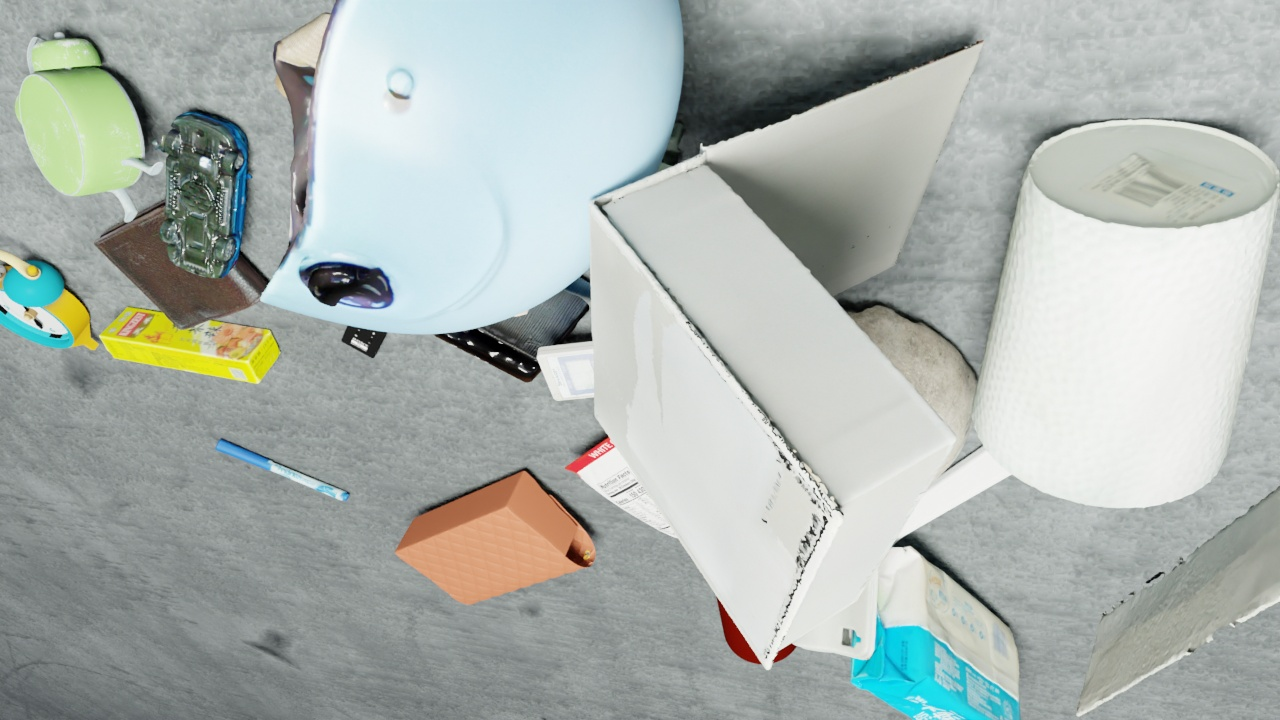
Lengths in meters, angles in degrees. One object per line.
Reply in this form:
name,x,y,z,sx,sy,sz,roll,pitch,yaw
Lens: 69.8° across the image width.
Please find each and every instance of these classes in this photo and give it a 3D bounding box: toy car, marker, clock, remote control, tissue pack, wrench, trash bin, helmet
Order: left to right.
clock,-0.544,-0.055,0.810,0.099,0.043,0.130,6,144,15
clock,-0.375,-0.159,0.611,0.095,0.042,0.119,-33,87,41
toy car,-0.304,-0.117,0.644,0.056,0.043,0.120,20,124,0
marker,-0.368,0.115,0.945,0.142,0.013,0.013,24,139,-5
remote control,-0.201,-0.045,0.709,0.030,0.009,0.140,30,138,-12
helmet,-0.081,-0.110,0.437,0.166,0.224,0.266,29,138,-21
remote control,-0.004,0.004,0.664,0.136,0.011,0.050,-6,136,11
wrench,0.225,0.108,0.707,0.066,0.018,0.274,28,137,-11
tissue pack,0.248,0.243,0.753,0.209,0.116,0.066,36,137,-30
trash bin,0.247,-0.027,0.474,0.133,0.133,0.161,3,131,18

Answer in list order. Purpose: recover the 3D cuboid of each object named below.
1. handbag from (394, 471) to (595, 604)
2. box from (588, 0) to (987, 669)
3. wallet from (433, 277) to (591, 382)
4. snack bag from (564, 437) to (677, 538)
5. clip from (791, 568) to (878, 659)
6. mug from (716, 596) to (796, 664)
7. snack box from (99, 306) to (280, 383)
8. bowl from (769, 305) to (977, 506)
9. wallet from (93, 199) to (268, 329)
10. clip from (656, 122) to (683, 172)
handbag,-0.136,0.175,0.884,0.172,0.060,0.109,-26,117,36
box,0.102,-0.060,0.465,0.172,0.379,0.168,26,149,14
wallet,-0.091,-0.037,0.662,0.089,0.026,0.115,29,138,-14
snack bag,0.031,0.100,0.754,0.144,0.039,0.131,34,134,-21
clip,0.132,0.163,0.730,0.075,0.124,0.144,14,167,-34
mug,0.096,0.216,0.841,0.106,0.073,0.083,29,148,35
snack box,-0.389,-0.014,0.793,0.148,0.040,0.029,9,138,12
bowl,0.136,0.051,0.624,0.178,0.081,0.179,9,140,7
wallet,-0.365,-0.074,0.729,0.120,0.031,0.099,-12,127,32
clip,-0.014,-0.130,0.537,0.076,0.023,0.045,14,137,4
